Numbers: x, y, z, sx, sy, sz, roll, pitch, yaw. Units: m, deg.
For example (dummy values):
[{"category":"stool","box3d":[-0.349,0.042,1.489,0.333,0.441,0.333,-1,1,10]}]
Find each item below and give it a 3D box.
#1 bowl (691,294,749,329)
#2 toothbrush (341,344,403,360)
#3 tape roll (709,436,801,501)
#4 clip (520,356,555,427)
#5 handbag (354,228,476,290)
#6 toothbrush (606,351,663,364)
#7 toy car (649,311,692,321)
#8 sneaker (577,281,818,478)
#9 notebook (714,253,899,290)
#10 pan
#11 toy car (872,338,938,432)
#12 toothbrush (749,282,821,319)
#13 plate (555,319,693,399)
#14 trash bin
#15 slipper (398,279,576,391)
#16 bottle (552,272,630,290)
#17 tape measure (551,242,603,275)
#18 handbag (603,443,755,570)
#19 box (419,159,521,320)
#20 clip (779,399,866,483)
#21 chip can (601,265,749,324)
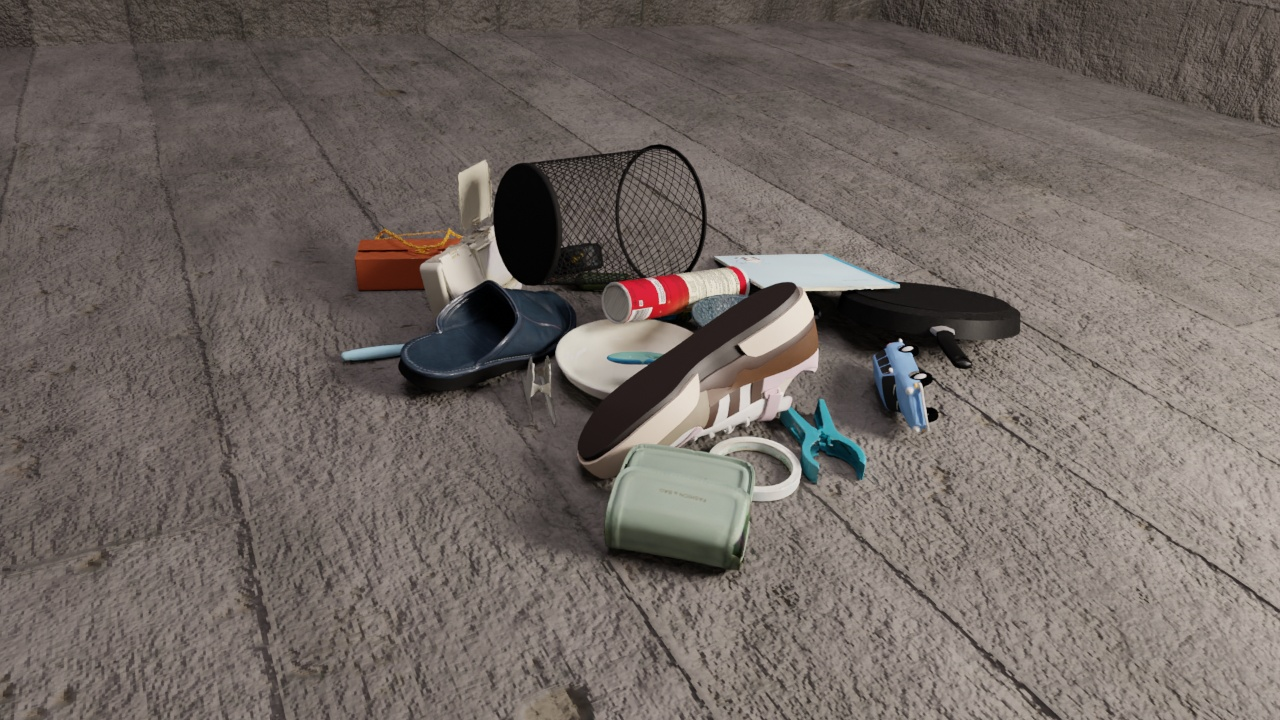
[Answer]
[{"category":"bowl","box3d":[0.125,-0.025,1.096,0.137,0.057,0.136,6,28,-3]},{"category":"toothbrush","box3d":[-0.271,-0.016,1.078,0.154,0.016,0.022,-10,9,-23]},{"category":"tape roll","box3d":[0.113,0.107,0.911,0.093,0.013,0.093,3,30,-2]},{"category":"clip","box3d":[-0.101,0.024,0.994,0.052,0.060,0.101,13,25,-23]},{"category":"handbag","box3d":[-0.298,-0.146,1.264,0.171,0.060,0.108,-2,26,-10]},{"category":"toothbrush","box3d":[0.030,0.001,1.011,0.135,0.017,0.022,7,31,4]},{"category":"toy car","box3d":[0.026,-0.071,1.194,0.105,0.032,0.048,-6,31,-19]},{"category":"sneaker","box3d":[0.071,0.045,0.938,0.293,0.116,0.112,-38,20,-21]},{"category":"notebook","box3d":[0.221,-0.124,1.272,0.181,0.009,0.253,-2,16,-10]},{"category":"pan","box3d":[0.359,-0.050,1.113,0.225,0.034,0.355,6,15,7]},{"category":"toy car","box3d":[0.291,0.027,1.018,0.055,0.056,0.153,-12,19,11]},{"category":"toothbrush","box3d":[0.187,-0.094,1.269,0.014,0.014,0.168,-45,43,-10]},{"category":"plate","box3d":[-0.006,0.006,1.051,0.182,0.034,0.182,3,30,-2]},{"category":"trash bin","box3d":[-0.057,-0.175,1.146,0.209,0.184,0.184,-11,32,-37]},{"category":"slipper","box3d":[-0.163,-0.049,1.063,0.109,0.084,0.264,30,33,24]},{"category":"bottle","box3d":[-0.067,-0.108,1.253,0.106,0.025,0.025,0,30,-7]},{"category":"tape measure","box3d":[-0.088,-0.142,1.276,0.072,0.042,0.072,-10,2,36]},{"category":"handbag","box3d":[0.039,0.129,0.810,0.122,0.067,0.105,10,32,10]},{"category":"box","box3d":[-0.211,-0.140,1.126,0.044,0.184,0.143,5,32,30]},{"category":"clip","box3d":[0.169,0.086,0.945,0.119,0.030,0.130,-16,35,-23]},{"category":"chip can","box3d":[0.047,-0.083,1.143,0.214,0.052,0.052,-12,32,-42]}]
